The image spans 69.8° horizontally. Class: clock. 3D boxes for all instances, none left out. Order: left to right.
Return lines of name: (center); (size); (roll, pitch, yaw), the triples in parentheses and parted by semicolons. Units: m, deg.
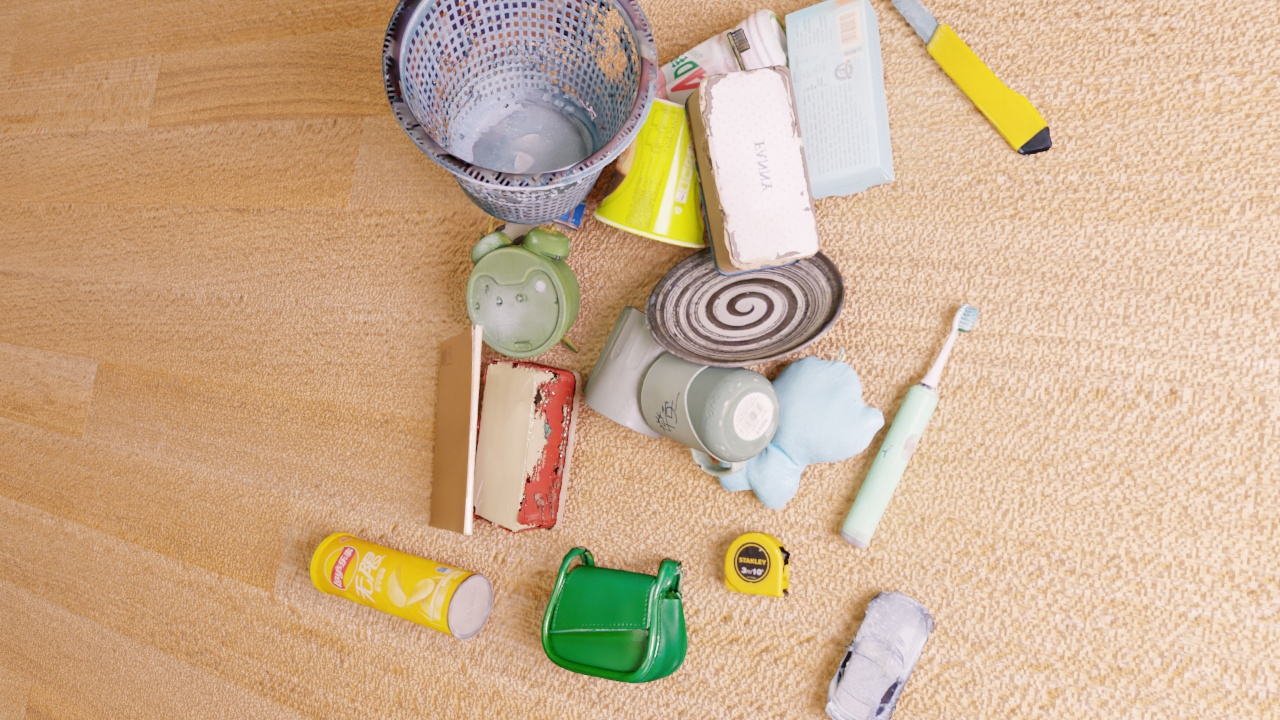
clock: (-0.122, -0.081, 0.958); (0.116, 0.056, 0.161); (-3, 103, 23)

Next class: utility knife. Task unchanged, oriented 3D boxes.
utility knife: (0.284, -0.257, 0.799); (0.033, 0.015, 0.215); (-39, 67, 20)

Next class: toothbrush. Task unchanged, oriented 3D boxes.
toothbrush: (0.123, -0.218, 0.848); (0.017, 0.012, 0.186); (-23, 95, 17)
toothbrush: (0.227, 0.055, 0.775); (0.027, 0.026, 0.224); (32, 98, 56)

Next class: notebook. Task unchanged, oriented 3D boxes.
notebook: (-0.201, 0.076, 0.985); (0.150, 0.012, 0.211); (-13, 74, 63)

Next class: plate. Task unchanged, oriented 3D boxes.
plate: (0.093, -0.050, 0.826); (0.179, 0.024, 0.179); (-8, 42, 7)

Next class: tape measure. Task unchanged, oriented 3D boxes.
tape measure: (-0.127, -0.123, 1.010); (0.066, 0.033, 0.065); (-18, 75, 27)
tape measure: (0.106, 0.183, 0.822); (0.060, 0.028, 0.057); (-1, 82, 30)

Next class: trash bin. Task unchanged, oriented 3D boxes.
trash bin: (-0.106, -0.228, 0.846); (0.226, 0.195, 0.226); (1, 78, -5)

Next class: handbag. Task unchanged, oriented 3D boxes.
handbag: (-0.021, 0.242, 0.871); (0.131, 0.068, 0.120); (1, 75, 32)

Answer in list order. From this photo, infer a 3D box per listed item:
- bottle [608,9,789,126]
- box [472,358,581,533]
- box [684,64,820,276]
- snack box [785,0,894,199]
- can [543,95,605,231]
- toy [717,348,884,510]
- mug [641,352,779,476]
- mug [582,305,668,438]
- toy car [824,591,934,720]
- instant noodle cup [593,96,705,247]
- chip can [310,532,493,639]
bottle: (0.054, -0.272, 0.910); (0.197, 0.068, 0.068); (-21, 72, 28)
box: (-0.123, 0.086, 0.929); (0.091, 0.076, 0.168); (11, 95, 40)
box: (0.098, -0.157, 0.798); (0.089, 0.061, 0.184); (-9, 95, -10)
snack box: (0.181, -0.241, 0.837); (0.074, 0.051, 0.174); (-9, 77, 31)
can: (-0.073, -0.210, 0.981); (0.053, 0.053, 0.134); (16, 90, 32)
toy: (0.137, 0.058, 0.815); (0.161, 0.049, 0.156); (20, 98, 41)
mug: (0.065, 0.053, 0.811); (0.106, 0.082, 0.112); (19, 123, 54)
mug: (-0.005, 0.005, 0.897); (0.124, 0.083, 0.103); (33, 98, 56)
toy car: (0.196, 0.249, 0.755); (0.054, 0.036, 0.120); (27, 93, 31)
instant noodle cup: (0.024, -0.182, 0.870); (0.112, 0.111, 0.123); (25, 107, 31)
chip can: (-0.264, 0.245, 1.005); (0.214, 0.072, 0.072); (8, 85, 31)
